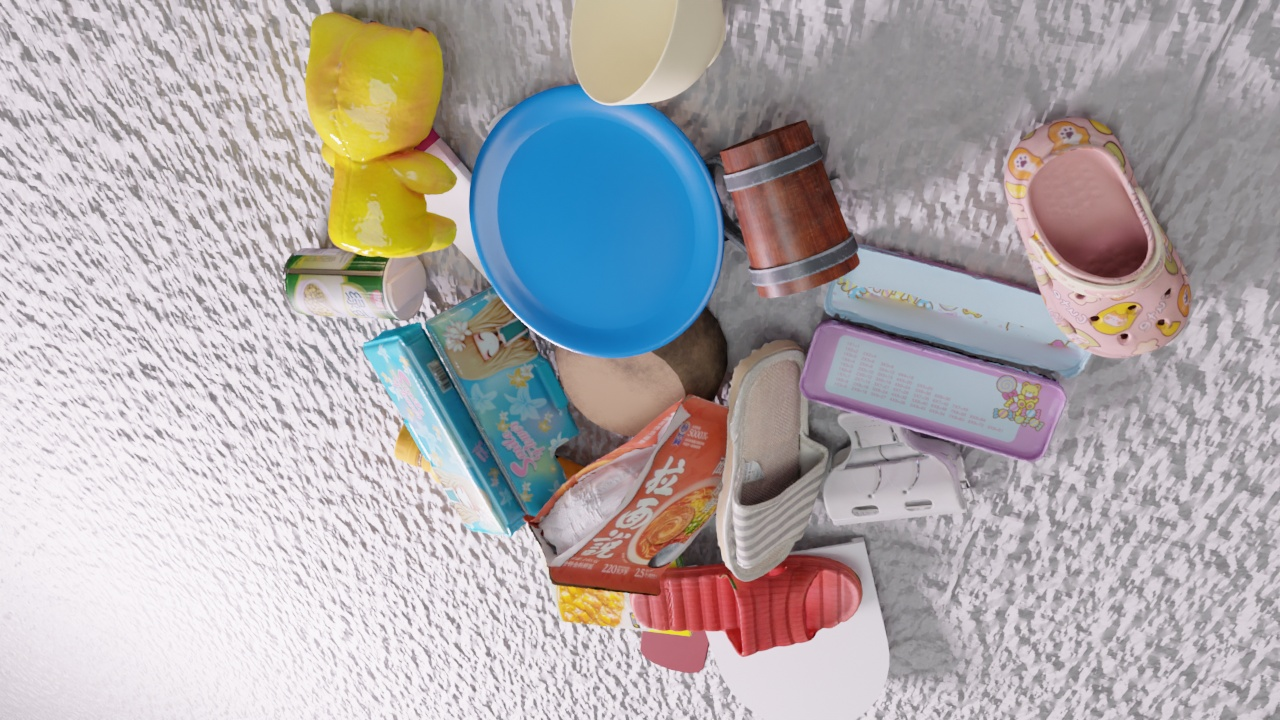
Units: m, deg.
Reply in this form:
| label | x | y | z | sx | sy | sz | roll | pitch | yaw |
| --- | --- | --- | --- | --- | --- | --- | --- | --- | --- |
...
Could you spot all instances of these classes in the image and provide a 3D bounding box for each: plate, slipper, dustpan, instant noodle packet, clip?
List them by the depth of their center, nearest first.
| label | x | y | z | sx | sy | sz | roll | pitch | yaw |
| --- | --- | --- | --- | --- | --- | --- | --- | --- | --- |
| slipper | 0.320 | -0.072 | 0.637 | 0.093 | 0.081 | 0.197 | -29 | 112 | 23 |
| plate | -0.037 | -0.110 | 0.748 | 0.224 | 0.024 | 0.225 | 9 | 116 | 20 |
| clip | 0.227 | 0.104 | 0.837 | 0.127 | 0.105 | 0.152 | -12 | 134 | 26 |
| slipper | 0.123 | 0.104 | 0.858 | 0.054 | 0.114 | 0.273 | 35 | 138 | 43 |
| instant noodle packet | 0.021 | 0.121 | 0.877 | 0.164 | 0.084 | 0.221 | 22 | 118 | -45 |
| slipper | 0.108 | 0.262 | 0.965 | 0.249 | 0.059 | 0.104 | -6 | 116 | 11 |
| dustpan | 0.179 | 0.307 | 1.043 | 0.192 | 0.053 | 0.258 | -12 | 115 | 13 |

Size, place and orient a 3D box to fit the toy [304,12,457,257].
| label | x | y | z | sx | sy | sz | roll | pitch | yaw |
| --- | --- | --- | --- | --- | --- | --- | --- | --- | --- |
| toy | -0.222 | -0.176 | 0.746 | 0.134 | 0.087 | 0.194 | 18 | 121 | 23 |

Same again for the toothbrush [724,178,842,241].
| label | x | y | z | sx | sy | sz | roll | pitch | yaw |
| --- | --- | --- | --- | --- | --- | --- | --- | --- | --- |
| toothbrush | 0.082 | -0.106 | 0.755 | 0.187 | 0.012 | 0.017 | -21 | 132 | 34 |

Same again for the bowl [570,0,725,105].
| label | x | y | z | sx | sy | sz | roll | pitch | yaw |
| --- | --- | --- | --- | --- | --- | --- | --- | --- | --- |
| bowl | 0.016 | -0.228 | 0.625 | 0.073 | 0.118 | 0.118 | 0 | 148 | -38 |

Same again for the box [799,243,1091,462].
| label | x | y | z | sx | sy | sz | roll | pitch | yaw |
| --- | --- | --- | --- | --- | --- | --- | --- | --- | --- |
| box | 0.251 | -0.007 | 0.755 | 0.214 | 0.040 | 0.152 | 16 | 120 | 7 |

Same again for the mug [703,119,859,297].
| label | x | y | z | sx | sy | sz | roll | pitch | yaw |
| --- | --- | --- | --- | --- | --- | --- | --- | --- | --- |
| mug | 0.097 | -0.112 | 0.694 | 0.118 | 0.081 | 0.111 | -3 | 112 | 53 |

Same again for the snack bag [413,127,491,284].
| label | x | y | z | sx | sy | sz | roll | pitch | yaw |
| --- | --- | --- | --- | --- | --- | --- | --- | --- | --- |
| snack bag | -0.159 | -0.138 | 0.816 | 0.070 | 0.016 | 0.196 | -27 | 113 | 36 |

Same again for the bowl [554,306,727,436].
| label | x | y | z | sx | sy | sz | roll | pitch | yaw |
| --- | --- | --- | --- | --- | --- | --- | --- | --- | --- |
| bowl | -0.005 | 0.005 | 0.844 | 0.162 | 0.070 | 0.162 | 11 | 132 | 12 |

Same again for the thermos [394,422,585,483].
| label | x | y | z | sx | sy | sz | roll | pitch | yaw |
| --- | --- | --- | --- | --- | --- | --- | --- | --- | --- |
| thermos | -0.152 | 0.128 | 1.000 | 0.233 | 0.076 | 0.092 | 21 | 112 | 2 |

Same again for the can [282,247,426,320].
| label | x | y | z | sx | sy | sz | roll | pitch | yaw |
| --- | --- | --- | --- | --- | --- | --- | --- | --- | --- |
| can | -0.274 | -0.074 | 0.883 | 0.121 | 0.067 | 0.067 | 3 | 130 | 19 |

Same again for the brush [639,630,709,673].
| label | x | y | z | sx | sy | sz | roll | pitch | yaw |
| --- | --- | --- | --- | --- | --- | --- | --- | --- | --- |
| brush | 0.048 | 0.311 | 1.109 | 0.082 | 0.041 | 0.174 | 14 | 133 | 10 |

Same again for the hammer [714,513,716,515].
| label | x | y | z | sx | sy | sz | roll | pitch | yaw |
| --- | --- | --- | --- | --- | --- | --- | --- | --- | --- |
| hammer | 0.006 | 0.194 | 1.036 | 0.127 | 0.029 | 0.325 | 44 | 130 | -17 |

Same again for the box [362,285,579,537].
| label | x | y | z | sx | sy | sz | roll | pitch | yaw |
| --- | --- | --- | --- | --- | --- | --- | --- | --- | --- |
| box | -0.159 | 0.059 | 0.892 | 0.169 | 0.086 | 0.227 | -21 | 106 | 18 |

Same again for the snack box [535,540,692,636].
| label | x | y | z | sx | sy | sz | roll | pitch | yaw |
| --- | --- | --- | --- | --- | --- | --- | --- | --- | --- |
| snack box | -0.029 | 0.248 | 1.042 | 0.168 | 0.027 | 0.132 | -1 | 117 | 23 |

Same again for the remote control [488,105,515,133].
| label | x | y | z | sx | sy | sz | roll | pitch | yaw |
| --- | --- | --- | --- | --- | --- | --- | --- | --- | --- |
| remote control | -0.062 | -0.191 | 0.736 | 0.137 | 0.013 | 0.043 | -7 | 126 | 26 |
